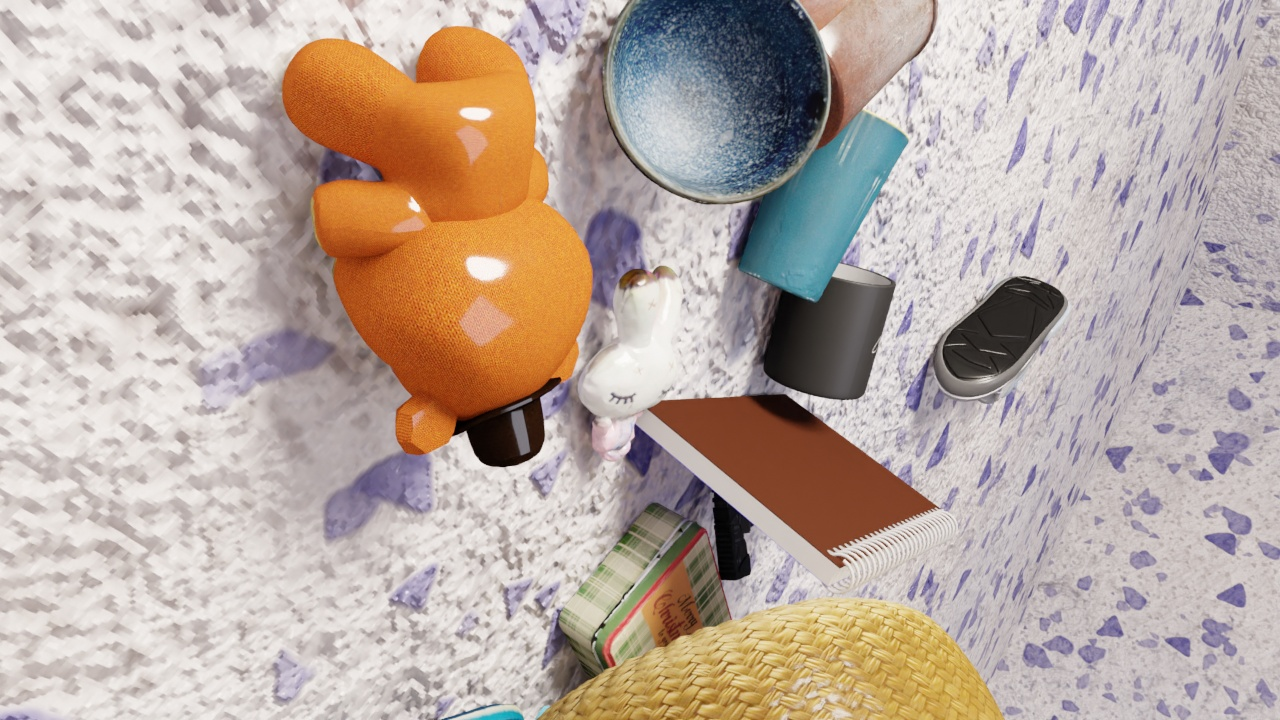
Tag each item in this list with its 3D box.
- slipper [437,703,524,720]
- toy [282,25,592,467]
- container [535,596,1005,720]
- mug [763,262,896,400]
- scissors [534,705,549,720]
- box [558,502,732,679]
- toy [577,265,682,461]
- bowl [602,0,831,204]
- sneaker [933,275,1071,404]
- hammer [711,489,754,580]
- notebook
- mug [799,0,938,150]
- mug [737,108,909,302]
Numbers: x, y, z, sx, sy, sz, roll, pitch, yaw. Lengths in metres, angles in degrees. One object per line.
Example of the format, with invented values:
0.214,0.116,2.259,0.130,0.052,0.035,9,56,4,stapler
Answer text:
-0.146,0.255,0.465,0.294,0.060,0.118,-2,107,-57,slipper
-0.070,-0.041,0.363,0.111,0.096,0.176,-26,101,-45,toy
0.077,0.270,0.520,0.306,0.196,0.308,-13,145,-9,container
0.143,-0.029,0.698,0.113,0.078,0.088,-51,154,-71,mug
-0.080,0.290,0.588,0.075,0.015,0.142,-48,148,-61,scissors
0.015,0.207,0.675,0.117,0.051,0.206,-47,141,-29,box
-0.003,0.003,0.535,0.079,0.038,0.123,-18,126,-58,toy
0.033,-0.134,0.466,0.114,0.061,0.114,-1,95,-11,bowl
0.416,0.012,1.101,0.255,0.093,0.161,-36,144,-37,sneaker
0.154,0.113,0.806,0.324,0.015,0.095,-1,84,-54,hammer
0.114,0.078,0.625,0.208,0.171,0.022,1,122,-55,notebook
0.096,-0.195,0.520,0.123,0.096,0.110,53,57,-19,mug
0.115,-0.104,0.609,0.078,0.078,0.121,12,104,-57,mug
